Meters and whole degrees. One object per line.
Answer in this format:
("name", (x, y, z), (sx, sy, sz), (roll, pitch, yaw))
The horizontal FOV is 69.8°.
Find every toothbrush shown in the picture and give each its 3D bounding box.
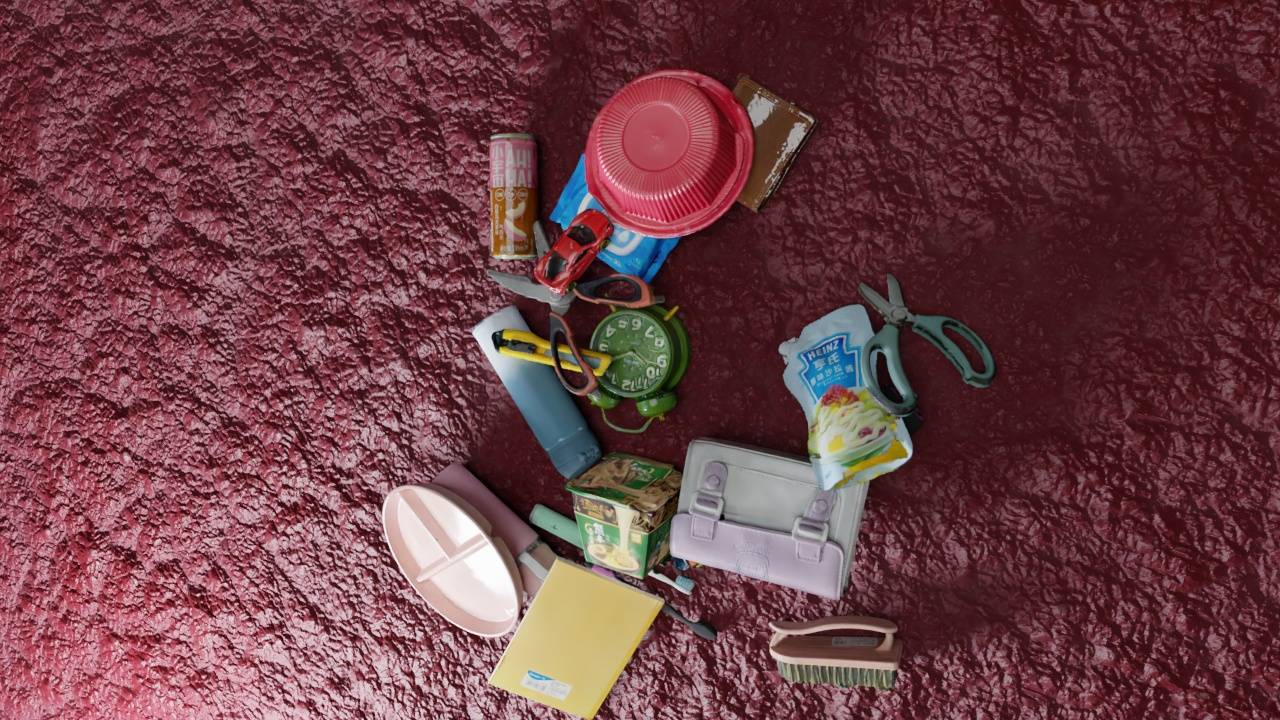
("toothbrush", (-0.037, 0.235, 1.129), (0.224, 0.026, 0.027), (24, 83, 16))
("toothbrush", (0.012, 0.292, 1.127), (0.189, 0.017, 0.014), (26, 102, 19))

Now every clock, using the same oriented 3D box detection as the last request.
("clock", (-0.006, 0.006, 1.079), (0.116, 0.056, 0.161), (11, 99, 19))

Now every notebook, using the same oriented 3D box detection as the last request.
("notebook", (-0.081, 0.345, 1.125), (0.146, 0.010, 0.207), (24, 110, -11))

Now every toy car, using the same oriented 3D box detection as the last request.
("toy car", (-0.075, -0.126, 1.038), (0.049, 0.031, 0.106), (40, 90, 18))

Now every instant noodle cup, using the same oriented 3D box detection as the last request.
("instant noodle cup", (0.023, -0.232, 0.996), (0.194, 0.065, 0.193), (-1, 87, 15))

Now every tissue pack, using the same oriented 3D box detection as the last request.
("tissue pack", (-0.030, -0.164, 1.071), (0.157, 0.052, 0.095), (38, 106, 12))

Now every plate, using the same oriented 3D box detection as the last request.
("plate", (-0.235, 0.249, 1.154), (0.230, 0.028, 0.230), (20, 127, 28))

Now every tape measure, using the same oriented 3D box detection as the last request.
("tape measure", (0.275, 0.055, 0.983), (0.039, 0.057, 0.058), (-46, 72, 19))

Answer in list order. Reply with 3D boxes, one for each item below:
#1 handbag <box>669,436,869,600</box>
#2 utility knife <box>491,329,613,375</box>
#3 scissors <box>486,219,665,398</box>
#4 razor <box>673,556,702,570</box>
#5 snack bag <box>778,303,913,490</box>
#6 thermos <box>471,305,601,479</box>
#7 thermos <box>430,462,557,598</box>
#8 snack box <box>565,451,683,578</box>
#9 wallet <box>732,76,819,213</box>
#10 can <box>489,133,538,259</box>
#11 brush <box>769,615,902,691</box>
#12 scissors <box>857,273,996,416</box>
("handbag", (0.141, 0.173, 1.018), (0.197, 0.098, 0.145), (11, 95, 19))
("utility knife", (-0.106, -0.011, 1.070), (0.154, 0.015, 0.033), (12, 97, 15))
("scissors", (-0.084, -0.060, 1.055), (0.223, 0.015, 0.189), (13, 87, 16))
("razor", (0.104, 0.231, 1.081), (0.143, 0.022, 0.042), (-3, 96, 20))
("snack bag", (0.214, 0.036, 0.977), (0.111, 0.038, 0.190), (-31, 55, 29))
("thermos", (-0.125, 0.041, 1.121), (0.070, 0.070, 0.220), (-33, 85, 19))
("thermos", (-0.182, 0.213, 1.149), (0.198, 0.087, 0.067), (41, 76, 13))
("snack box", (-0.014, 0.184, 1.073), (0.118, 0.118, 0.106), (12, 111, 27))
("wallet", (0.123, -0.240, 1.022), (0.101, 0.032, 0.125), (36, 106, 16))
("can", (-0.152, -0.196, 1.108), (0.058, 0.057, 0.147), (2, 97, 19))
("brush", (0.217, 0.324, 1.030), (0.146, 0.063, 0.073), (-3, 98, 22))
("scissors", (0.275, -0.009, 0.952), (0.173, 0.019, 0.178), (41, 65, 12))
